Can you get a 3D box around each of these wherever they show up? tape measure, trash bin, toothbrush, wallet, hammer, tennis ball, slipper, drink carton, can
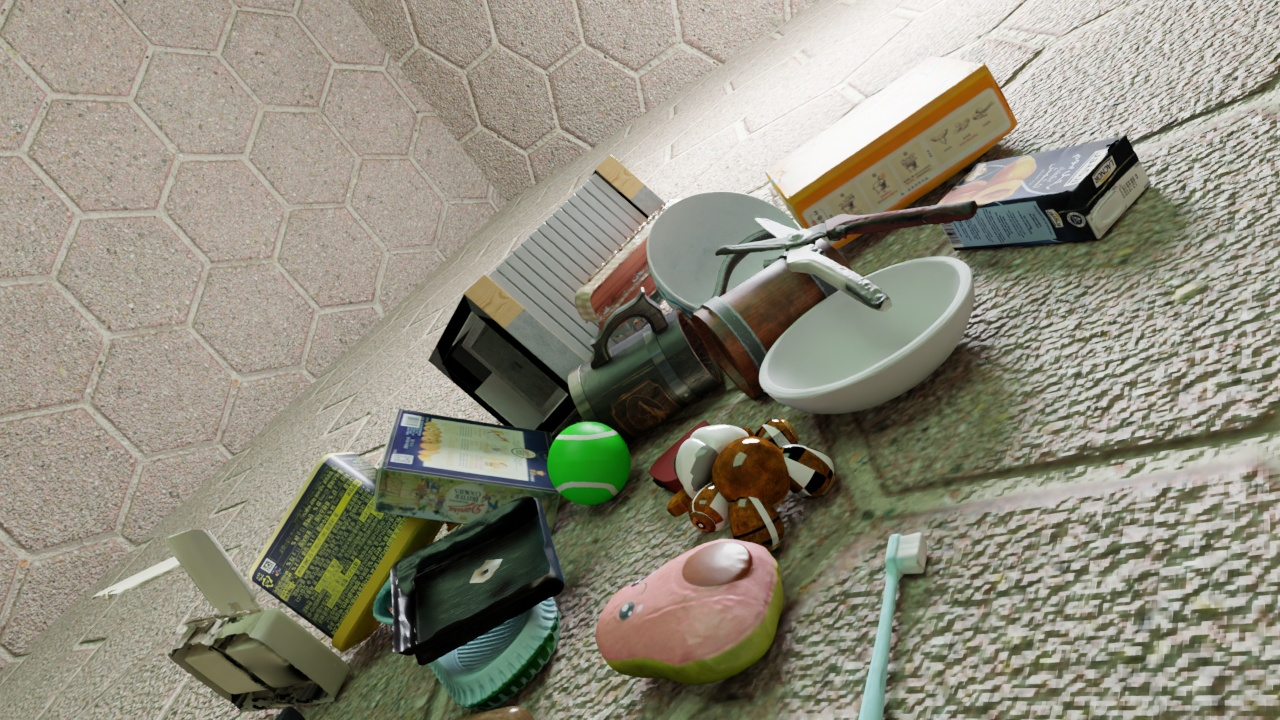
[{"bbox_3d":[0.034,0.076,0.665,0.059,0.019,0.051,-42,19,11],"label":"tape measure"},{"bbox_3d":[-0.069,-0.061,0.941,0.246,0.142,0.143,-51,3,-36],"label":"trash bin"},{"bbox_3d":[0.101,0.137,0.384,0.017,0.016,0.180,-15,27,33],"label":"toothbrush"},{"bbox_3d":[-0.109,0.146,0.611,0.115,0.026,0.089,-27,31,0],"label":"wallet"},{"bbox_3d":[-0.187,0.265,0.605,0.323,0.040,0.129,-25,17,33],"label":"hammer"},{"bbox_3d":[-0.040,0.081,0.720,0.065,0.065,0.065,-34,18,12],"label":"tennis ball"},{"bbox_3d":[-0.135,0.171,0.684,0.115,0.069,0.276,-39,18,-15],"label":"slipper"},{"bbox_3d":[0.272,-0.113,0.633,0.064,0.040,0.130,-44,18,-16],"label":"drink carton"},{"bbox_3d":[-0.251,0.160,0.789,0.135,0.104,0.075,-58,-8,1],"label":"can"}]

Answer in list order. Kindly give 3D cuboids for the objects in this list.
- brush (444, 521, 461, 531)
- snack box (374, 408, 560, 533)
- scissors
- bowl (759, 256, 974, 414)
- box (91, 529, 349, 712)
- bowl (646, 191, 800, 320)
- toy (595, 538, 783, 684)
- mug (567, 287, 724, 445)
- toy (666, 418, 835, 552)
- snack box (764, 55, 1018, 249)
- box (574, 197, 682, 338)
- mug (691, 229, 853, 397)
[{"bbox_3d":[-0.164,0.137,0.861,0.048,0.017,0.126,-37,5,4],"label":"brush"},{"bbox_3d":[-0.146,0.092,0.788,0.144,0.145,0.043,-119,40,-73],"label":"snack box"},{"bbox_3d":[0.141,-0.080,0.651,0.199,0.015,0.178,-15,32,19],"label":"scissors"},{"bbox_3d":[0.153,-0.008,0.598,0.150,0.043,0.149,-32,17,11],"label":"bowl"},{"bbox_3d":[-0.340,0.215,0.768,0.144,0.180,0.080,-18,32,32],"label":"box"},{"bbox_3d":[0.075,-0.076,0.836,0.143,0.144,0.074,-48,-20,-28],"label":"bowl"},{"bbox_3d":[0.023,0.136,0.480,0.110,0.051,0.089,-29,18,29],"label":"toy"},{"bbox_3d":[-0.004,0.005,0.763,0.107,0.116,0.079,-32,35,15],"label":"mug"},{"bbox_3d":[0.058,0.071,0.569,0.087,0.067,0.113,-44,9,-17],"label":"toy"},{"bbox_3d":[0.224,-0.187,0.845,0.195,0.080,0.145,-34,18,12],"label":"snack box"},{"bbox_3d":[0.010,-0.092,0.876,0.067,0.057,0.186,22,50,24],"label":"box"},{"bbox_3d":[0.098,-0.047,0.715,0.111,0.081,0.117,-36,53,-5],"label":"mug"}]
